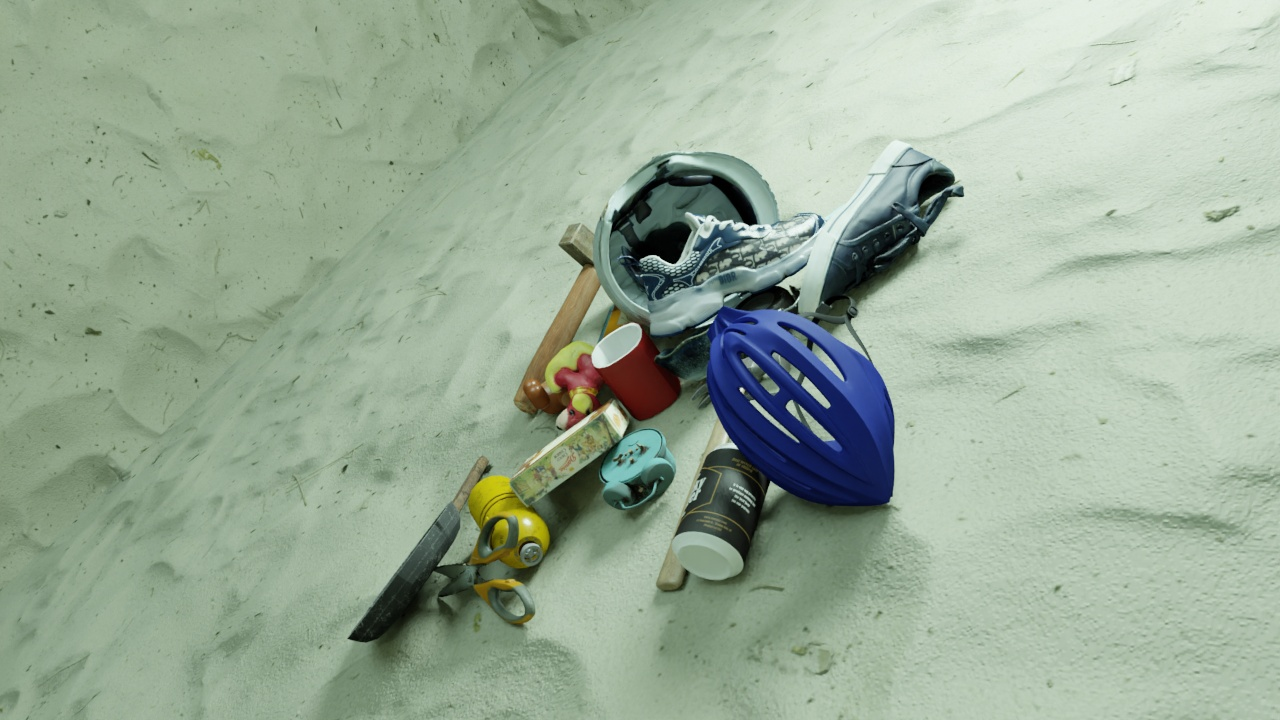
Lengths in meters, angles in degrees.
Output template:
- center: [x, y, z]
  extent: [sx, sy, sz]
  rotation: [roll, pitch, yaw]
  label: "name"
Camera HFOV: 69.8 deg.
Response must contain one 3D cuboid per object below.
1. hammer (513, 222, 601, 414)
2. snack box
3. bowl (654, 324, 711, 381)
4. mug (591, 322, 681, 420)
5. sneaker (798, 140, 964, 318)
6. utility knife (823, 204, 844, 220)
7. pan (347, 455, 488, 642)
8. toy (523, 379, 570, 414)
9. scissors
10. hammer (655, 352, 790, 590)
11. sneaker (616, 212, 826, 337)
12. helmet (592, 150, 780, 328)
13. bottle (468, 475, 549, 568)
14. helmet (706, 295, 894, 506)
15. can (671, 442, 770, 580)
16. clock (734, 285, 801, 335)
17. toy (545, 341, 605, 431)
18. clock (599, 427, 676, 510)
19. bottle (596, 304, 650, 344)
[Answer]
- center: [-0.113, -0.048, 1.430]
  extent: [0.037, 0.158, 0.300]
  rotation: [1, 58, 50]
  label: "hammer"
- center: [-0.085, 0.111, 1.148]
  extent: [0.147, 0.041, 0.143]
  rotation: [-36, 2, 5]
  label: "snack box"
- center: [0.076, -0.010, 1.148]
  extent: [0.110, 0.055, 0.110]
  rotation: [-32, 1, 1]
  label: "bowl"
- center: [-0.007, 0.007, 1.219]
  extent: [0.080, 0.096, 0.116]
  rotation: [-32, 27, 10]
  label: "mug"
- center: [0.303, -0.153, 1.134]
  extent: [0.127, 0.121, 0.293]
  rotation: [29, 65, 25]
  label: "sneaker"
- center: [0.230, -0.178, 1.317]
  extent: [0.158, 0.015, 0.022]
  rotation: [-35, 27, 8]
  label: "utility knife"
- center: [-0.266, 0.231, 1.203]
  extent: [0.208, 0.040, 0.355]
  rotation: [-50, 5, 31]
  label: "pan"
- center: [-0.105, 0.028, 1.342]
  extent: [0.127, 0.065, 0.095]
  rotation: [-35, 24, -8]
  label: "toy"
- center: [-0.192, 0.240, 1.081]
  extent: [0.016, 0.166, 0.226]
  rotation: [-5, 2, -41]
  label: "scissors"
- center: [0.081, 0.117, 1.031]
  extent: [0.120, 0.031, 0.330]
  rotation: [-16, 37, 36]
  label: "hammer"
- center: [0.109, -0.140, 1.172]
  extent: [0.269, 0.132, 0.103]
  rotation: [-28, 5, -5]
  label: "sneaker"
- center: [0.058, -0.164, 1.296]
  extent: [0.263, 0.236, 0.164]
  rotation: [-40, 7, -9]
  label: "helmet"
- center: [-0.158, 0.203, 1.119]
  extent: [0.071, 0.071, 0.164]
  rotation: [-41, 27, -9]
  label: "bottle"
- center: [0.178, 0.025, 0.918]
  extent: [0.227, 0.241, 0.148]
  rotation: [-35, -20, -45]
  label: "helmet"
- center: [0.083, 0.150, 0.916]
  extent: [0.072, 0.072, 0.128]
  rotation: [-14, 34, 37]
  label: "can"
- center: [0.162, -0.054, 1.171]
  extent: [0.123, 0.044, 0.091]
  rotation: [-15, 31, 44]
  label: "clock"
- center: [-0.080, 0.033, 1.267]
  extent: [0.106, 0.067, 0.137]
  rotation: [-24, 53, 16]
  label: "toy"
- center: [-0.001, 0.131, 1.065]
  extent: [0.090, 0.053, 0.124]
  rotation: [-30, 28, 15]
  label: "clock"
- center: [-0.020, -0.050, 1.356]
  extent: [0.068, 0.068, 0.156]
  rotation: [-21, 31, 28]
  label: "bottle"
